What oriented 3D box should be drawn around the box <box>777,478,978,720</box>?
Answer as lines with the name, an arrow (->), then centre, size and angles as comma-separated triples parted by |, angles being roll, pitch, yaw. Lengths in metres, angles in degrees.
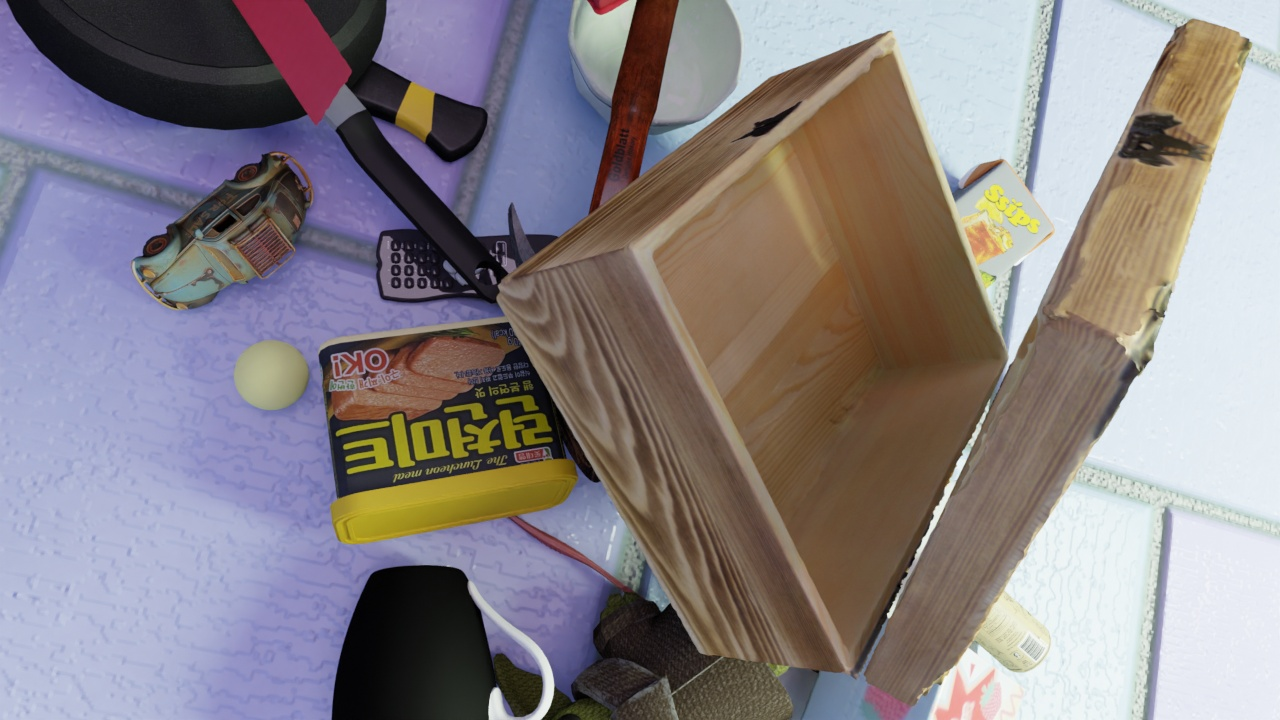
box -> 0.146, 0.164, 0.605 | 0.190, 0.038, 0.208 | 18, 78, -10

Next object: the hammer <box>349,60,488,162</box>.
hammer -> -0.247, -0.207, 0.555 | 0.324, 0.034, 0.169 | 23, 75, -13

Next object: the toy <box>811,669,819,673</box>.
toy -> 0.113, 0.143, 0.570 | 0.090, 0.071, 0.103 | -45, 115, -28

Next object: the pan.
pan -> -0.194, -0.174, 0.520 | 0.355, 0.044, 0.203 | 48, 61, -3

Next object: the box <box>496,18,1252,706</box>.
box -> 0.152, -0.006, 0.453 | 0.278, 0.265, 0.270 | -46, 118, -41

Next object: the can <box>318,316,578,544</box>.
can -> -0.112, 0.038, 0.522 | 0.130, 0.073, 0.101 | -8, 69, -17

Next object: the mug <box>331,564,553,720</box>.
mug -> -0.106, 0.165, 0.500 | 0.119, 0.085, 0.100 | -7, 68, 7

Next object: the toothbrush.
toothbrush -> -0.058, 0.111, 0.565 | 0.184, 0.015, 0.015 | 38, 77, -6

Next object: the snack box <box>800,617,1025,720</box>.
snack box -> 0.157, 0.209, 0.534 | 0.094, 0.080, 0.093 | 38, 71, -35

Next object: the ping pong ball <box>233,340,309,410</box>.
ping pong ball -> -0.210, 0.008, 0.523 | 0.040, 0.040, 0.040 | 3, 81, -16

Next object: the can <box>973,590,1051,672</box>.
can -> 0.228, 0.166, 0.601 | 0.079, 0.038, 0.038 | 41, 73, -12

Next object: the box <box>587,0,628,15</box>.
box -> 0.101, -0.415, 0.505 | 0.468, 0.138, 0.214 | -35, 80, 8

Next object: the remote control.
remote control -> -0.103, -0.059, 0.581 | 0.124, 0.009, 0.046 | 0, 82, -16

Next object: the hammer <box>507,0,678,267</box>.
hammer -> -0.002, -0.161, 0.547 | 0.111, 0.028, 0.300 | 14, 76, -8

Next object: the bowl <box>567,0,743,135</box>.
bowl -> 0.004, -0.200, 0.606 | 0.117, 0.061, 0.117 | 2, 81, -15

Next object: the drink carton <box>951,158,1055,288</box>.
drink carton -> 0.226, -0.080, 0.656 | 0.124, 0.049, 0.076 | -38, 93, -18

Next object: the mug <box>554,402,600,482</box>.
mug -> -0.003, 0.003, 0.571 | 0.107, 0.080, 0.115 | -22, 62, -19

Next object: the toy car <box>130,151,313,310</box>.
toy car -> -0.227, -0.069, 0.520 | 0.047, 0.047, 0.111 | 33, 70, 33

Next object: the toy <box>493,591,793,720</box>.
toy -> 0.012, 0.196, 0.511 | 0.152, 0.078, 0.179 | -35, 58, -18
